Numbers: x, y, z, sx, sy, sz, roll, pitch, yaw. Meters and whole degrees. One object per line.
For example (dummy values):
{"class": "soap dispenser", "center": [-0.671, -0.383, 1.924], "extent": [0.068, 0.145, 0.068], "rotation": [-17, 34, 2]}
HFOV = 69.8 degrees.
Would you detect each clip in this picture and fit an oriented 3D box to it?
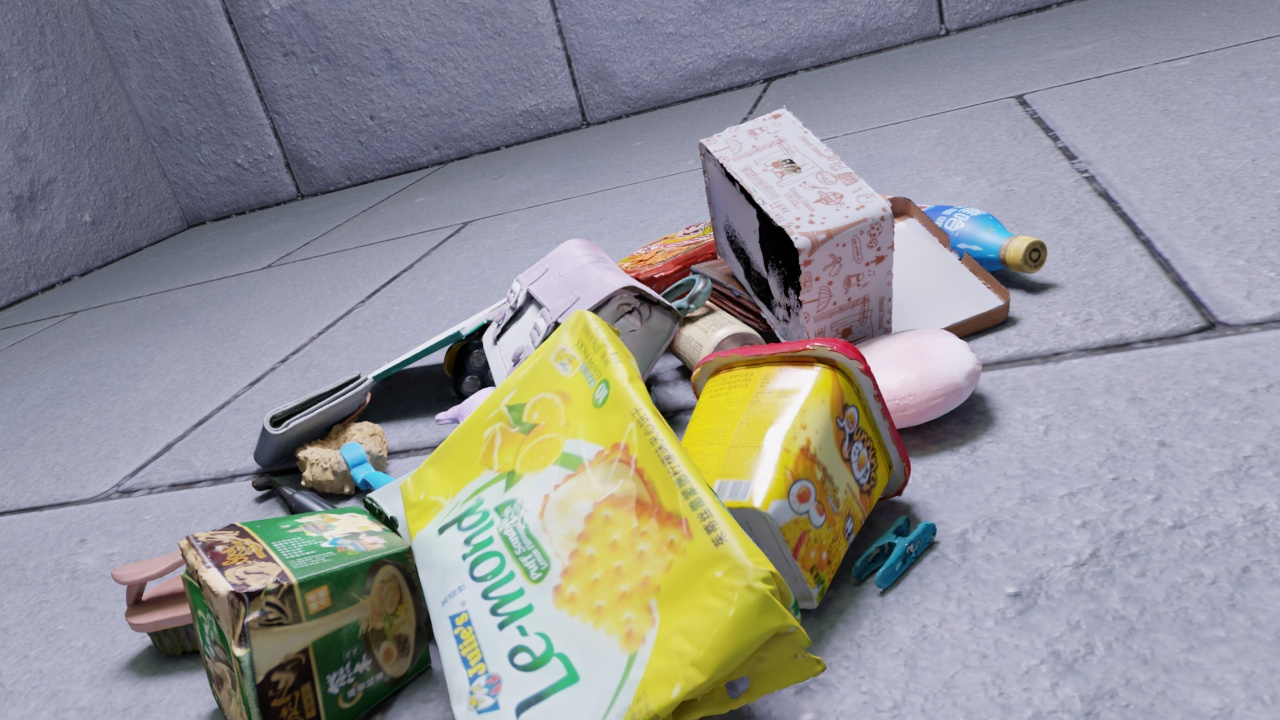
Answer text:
{"class": "clip", "center": [0.138, 0.103, 0.496], "extent": [0.056, 0.014, 0.045], "rotation": [-33, 26, -32]}

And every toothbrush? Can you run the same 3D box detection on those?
{"class": "toothbrush", "center": [-0.272, 0.119, 0.743], "extent": [0.027, 0.026, 0.213], "rotation": [-17, 17, -38]}

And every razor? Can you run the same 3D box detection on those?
{"class": "razor", "center": [-0.162, -0.008, 0.955], "extent": [0.067, 0.062, 0.167], "rotation": [14, 15, -5]}

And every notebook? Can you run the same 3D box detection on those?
{"class": "notebook", "center": [-0.226, -0.010, 0.946], "extent": [0.210, 0.012, 0.150], "rotation": [-25, 10, 25]}

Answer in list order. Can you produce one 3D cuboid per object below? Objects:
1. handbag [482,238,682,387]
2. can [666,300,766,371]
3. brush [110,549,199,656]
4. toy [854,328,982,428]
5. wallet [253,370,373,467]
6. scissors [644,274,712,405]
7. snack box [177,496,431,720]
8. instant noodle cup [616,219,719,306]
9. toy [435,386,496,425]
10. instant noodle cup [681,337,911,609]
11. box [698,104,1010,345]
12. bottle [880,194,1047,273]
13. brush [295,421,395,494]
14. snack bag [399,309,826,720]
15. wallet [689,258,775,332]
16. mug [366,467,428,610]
{"class": "handbag", "center": [-0.059, -0.023, 0.772], "extent": [0.145, 0.098, 0.197], "rotation": [-50, 24, 4]}
{"class": "can", "center": [0.062, -0.013, 0.779], "extent": [0.058, 0.058, 0.116], "rotation": [-20, 21, -10]}
{"class": "brush", "center": [-0.277, 0.148, 0.608], "extent": [0.146, 0.073, 0.063], "rotation": [-14, 22, 12]}
{"class": "toy", "center": [0.154, 0.018, 0.638], "extent": [0.159, 0.054, 0.121], "rotation": [-16, 14, 0]}
{"class": "wallet", "center": [-0.300, 0.058, 0.849], "extent": [0.106, 0.037, 0.130], "rotation": [-28, -5, -32]}
{"class": "scissors", "center": [-0.005, 0.004, 0.774], "extent": [0.171, 0.019, 0.180], "rotation": [-37, 27, 29]}
{"class": "snack box", "center": [-0.184, 0.146, 0.515], "extent": [0.105, 0.117, 0.118], "rotation": [-16, 20, -34]}
{"class": "instant noodle cup", "center": [0.037, -0.089, 0.934], "extent": [0.188, 0.079, 0.165], "rotation": [-28, 13, -31]}
{"class": "toy", "center": [-0.130, 0.052, 0.785], "extent": [0.083, 0.039, 0.108], "rotation": [-21, 24, -12]}
{"class": "instant noodle cup", "center": [0.075, 0.065, 0.513], "extent": [0.116, 0.116, 0.123], "rotation": [-6, 35, 38]}
{"class": "box", "center": [0.171, -0.109, 0.732], "extent": [0.197, 0.158, 0.180], "rotation": [-19, 43, -7]}
{"class": "bottle", "center": [0.284, -0.112, 0.856], "extent": [0.065, 0.065, 0.219], "rotation": [-23, 23, -16]}
{"class": "brush", "center": [-0.217, 0.091, 0.729], "extent": [0.083, 0.046, 0.255], "rotation": [-23, 16, -26]}
{"class": "snack bag", "center": [-0.027, 0.093, 0.443], "extent": [0.158, 0.068, 0.246], "rotation": [-44, 40, 9]}
{"class": "wallet", "center": [0.118, -0.071, 0.843], "extent": [0.124, 0.032, 0.101], "rotation": [-19, 42, -38]}
{"class": "mug", "center": [-0.101, 0.107, 0.587], "extent": [0.106, 0.082, 0.112], "rotation": [-27, 54, -27]}
